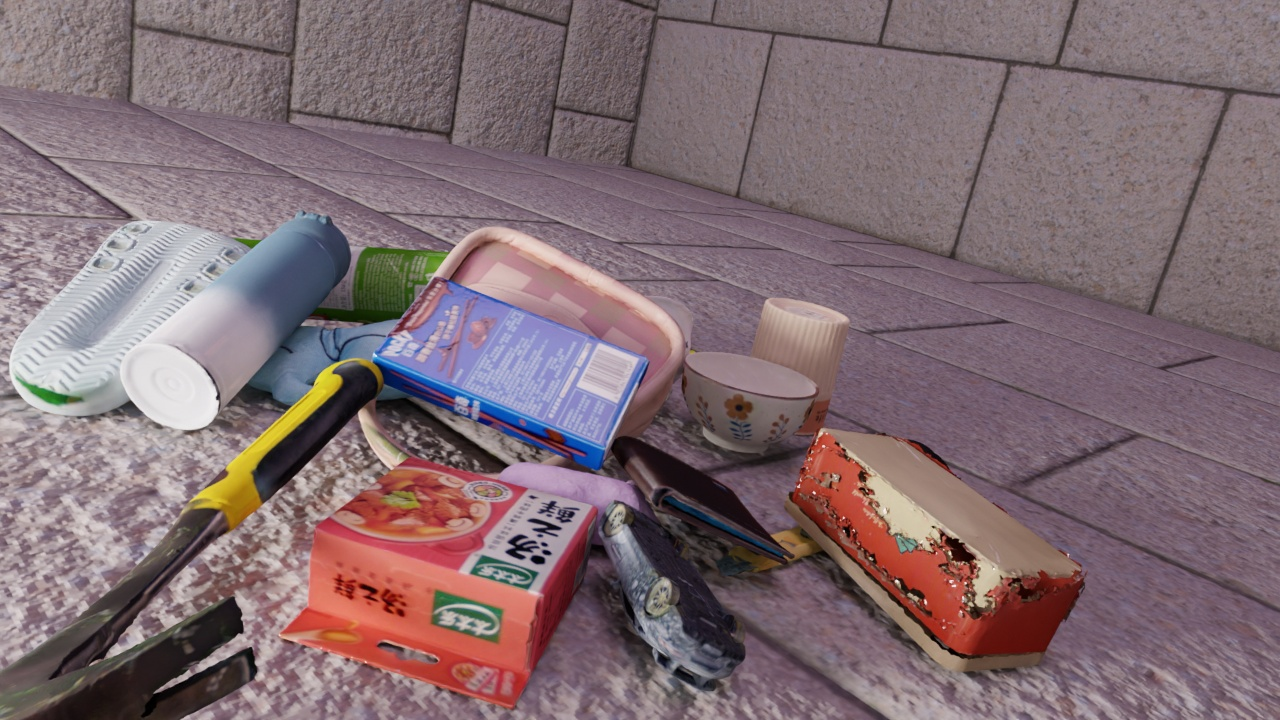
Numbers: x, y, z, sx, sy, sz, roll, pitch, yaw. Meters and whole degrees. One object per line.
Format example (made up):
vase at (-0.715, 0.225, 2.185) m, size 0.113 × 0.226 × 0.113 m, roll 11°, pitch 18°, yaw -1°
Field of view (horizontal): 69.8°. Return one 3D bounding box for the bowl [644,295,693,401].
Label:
bowl at (-0.005, 0.005, 0.783) m, size 0.118 × 0.119 × 0.064 m, roll 3°, pitch 57°, yaw -29°

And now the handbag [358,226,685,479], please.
handbag at (-0.095, 0.014, 0.644) m, size 0.193 × 0.094 × 0.233 m, roll 30°, pitch 40°, yaw 12°

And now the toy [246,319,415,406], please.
toy at (-0.208, 0.001, 0.703) m, size 0.156 × 0.050 × 0.161 m, roll 15°, pitch 26°, yaw 4°

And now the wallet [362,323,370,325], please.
wallet at (-0.199, -0.043, 0.868) m, size 0.101 × 0.020 × 0.115 m, roll 1°, pitch 17°, yaw -2°

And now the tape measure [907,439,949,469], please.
tape measure at (0.195, 0.088, 0.675) m, size 0.058 × 0.057 × 0.039 m, roll 25°, pitch 20°, yaw 14°

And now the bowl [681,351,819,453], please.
bowl at (0.085, 0.038, 0.760) m, size 0.113 × 0.062 × 0.113 m, roll 12°, pitch 15°, yaw -3°

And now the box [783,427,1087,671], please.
box at (0.171, 0.099, 0.551) m, size 0.091 × 0.079 × 0.168 m, roll 8°, pitch 20°, yaw -30°

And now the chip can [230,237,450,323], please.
chip can at (-0.252, -0.066, 0.795) m, size 0.236 × 0.072 × 0.072 m, roll 4°, pitch 16°, yaw 2°

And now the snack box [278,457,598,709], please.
snack box at (-0.091, 0.100, 0.449) m, size 0.113 × 0.044 × 0.127 m, roll 14°, pitch 16°, yaw 7°

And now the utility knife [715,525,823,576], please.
utility knife at (0.103, 0.119, 0.591) m, size 0.172 × 0.019 × 0.031 m, roll -10°, pitch 21°, yaw -43°

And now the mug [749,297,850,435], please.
mug at (0.139, -0.001, 0.853) m, size 0.081 × 0.106 × 0.114 m, roll 10°, pitch 16°, yaw -7°

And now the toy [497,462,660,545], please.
toy at (-0.037, 0.085, 0.548) m, size 0.108 × 0.039 × 0.084 m, roll 12°, pitch 17°, yaw -20°

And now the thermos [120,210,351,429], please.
thermos at (-0.272, -0.037, 0.650) m, size 0.070 × 0.070 × 0.219 m, roll 12°, pitch 32°, yaw 2°

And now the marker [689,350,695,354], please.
marker at (0.003, -0.002, 0.933) m, size 0.124 × 0.015 × 0.018 m, roll -2°, pitch 20°, yaw -32°

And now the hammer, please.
hammer at (-0.184, 0.064, 0.416) m, size 0.126 × 0.032 × 0.322 m, roll -8°, pitch 18°, yaw 7°

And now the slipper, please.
slipper at (-0.356, -0.029, 0.665) m, size 0.104 × 0.074 × 0.244 m, roll 11°, pitch 32°, yaw -6°

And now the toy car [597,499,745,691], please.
toy car at (0.011, 0.115, 0.465) m, size 0.054 × 0.037 × 0.120 m, roll 35°, pitch 9°, yaw -28°

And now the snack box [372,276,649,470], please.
snack box at (-0.081, 0.005, 0.591) m, size 0.157 × 0.026 × 0.084 m, roll 22°, pitch 47°, yaw 4°

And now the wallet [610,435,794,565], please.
wallet at (0.034, 0.085, 0.572) m, size 0.096 × 0.020 × 0.122 m, roll 26°, pitch 3°, yaw -15°
